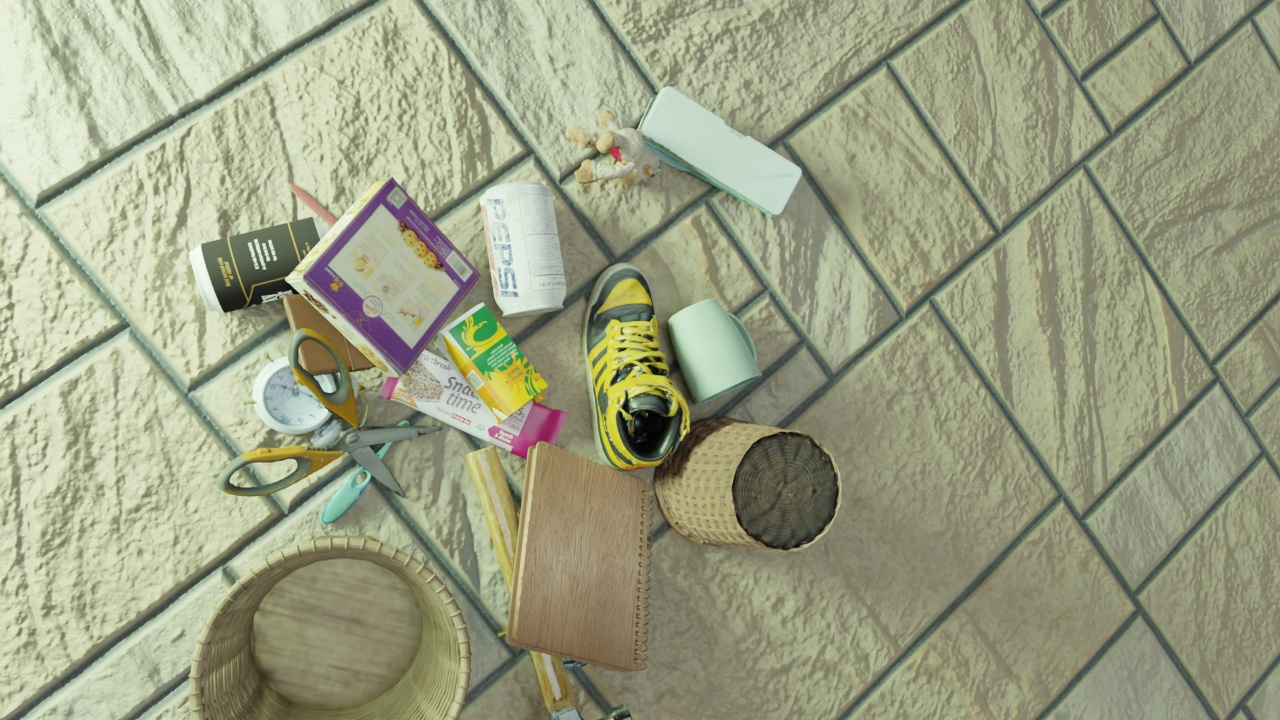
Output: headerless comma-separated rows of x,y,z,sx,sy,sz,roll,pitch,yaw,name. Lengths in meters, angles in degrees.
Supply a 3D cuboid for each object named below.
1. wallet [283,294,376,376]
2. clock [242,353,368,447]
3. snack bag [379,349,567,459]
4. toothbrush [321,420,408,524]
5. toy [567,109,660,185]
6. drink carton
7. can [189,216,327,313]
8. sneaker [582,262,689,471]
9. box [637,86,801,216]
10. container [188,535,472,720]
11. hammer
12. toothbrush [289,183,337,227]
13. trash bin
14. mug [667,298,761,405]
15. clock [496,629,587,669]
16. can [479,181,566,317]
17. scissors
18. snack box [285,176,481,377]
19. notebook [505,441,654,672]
-0.298,-0.031,0.942,0.120,0.013,0.087,-10,79,-45,wallet
-0.337,0.040,0.936,0.117,0.057,0.083,24,80,-22,clock
-0.180,0.049,1.004,0.196,0.016,0.070,27,78,-14,snack bag
-0.289,0.117,0.966,0.022,0.017,0.135,41,76,-15,toothbrush
-0.024,-0.236,1.048,0.105,0.074,0.085,16,38,-35,toy
-0.159,0.006,0.987,0.058,0.041,0.122,-39,92,-27,drink carton
-0.375,-0.096,0.923,0.128,0.072,0.072,-18,92,-17,can
-0.006,0.006,1.004,0.086,0.122,0.238,-3,89,-19,sneaker
0.093,-0.243,1.085,0.199,0.071,0.084,26,61,-16,box
-0.284,0.270,0.866,0.226,0.196,0.227,1,87,-17,container
-0.117,0.250,0.945,0.132,0.033,0.330,-18,88,-14,hammer
-0.302,-0.123,0.977,0.184,0.016,0.015,43,69,-9,toothbrush
0.118,0.136,0.989,0.151,0.210,0.151,1,88,-17,trash bin
0.090,-0.015,1.063,0.111,0.084,0.104,-16,79,-45,mug
-0.075,0.257,1.004,0.117,0.060,0.161,36,76,-11,clock
-0.126,-0.120,0.996,0.078,0.078,0.136,-9,90,-17,can
-0.304,0.064,0.912,0.224,0.016,0.226,-10,115,-31,scissors
-0.255,-0.084,0.930,0.143,0.041,0.147,51,57,-31,snack box
-0.055,0.207,0.965,0.169,0.022,0.210,26,53,-33,notebook
